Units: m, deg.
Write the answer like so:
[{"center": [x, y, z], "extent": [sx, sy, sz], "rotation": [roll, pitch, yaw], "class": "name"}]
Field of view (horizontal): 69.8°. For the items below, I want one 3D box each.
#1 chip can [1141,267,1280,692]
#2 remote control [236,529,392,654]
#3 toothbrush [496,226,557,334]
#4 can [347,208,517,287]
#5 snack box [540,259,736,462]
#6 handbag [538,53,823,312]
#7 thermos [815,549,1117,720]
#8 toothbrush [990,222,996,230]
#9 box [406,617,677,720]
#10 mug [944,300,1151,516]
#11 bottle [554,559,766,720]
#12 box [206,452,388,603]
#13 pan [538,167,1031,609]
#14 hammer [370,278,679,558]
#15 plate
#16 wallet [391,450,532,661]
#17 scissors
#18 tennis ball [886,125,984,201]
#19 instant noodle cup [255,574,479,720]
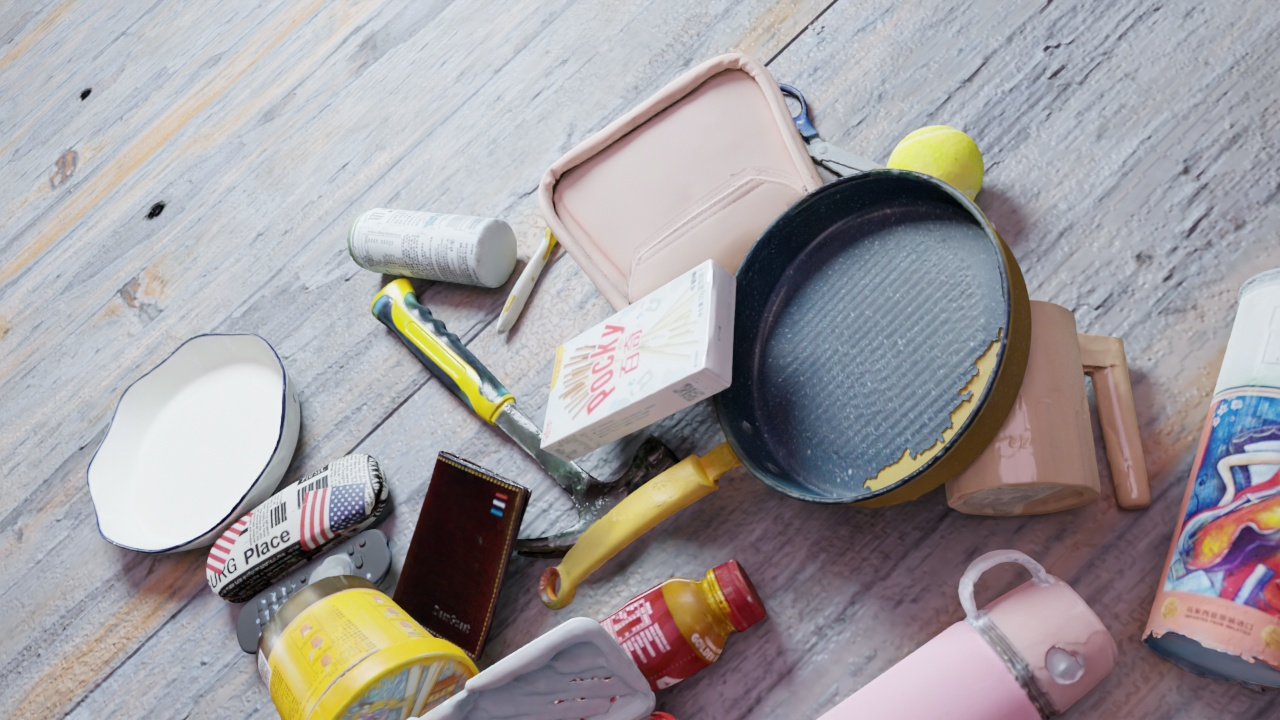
[{"center": [0.327, 0.059, 0.478], "extent": [0.071, 0.071, 0.214], "rotation": [17, 72, 30], "class": "chip can"}, {"center": [-0.242, 0.175, 0.689], "extent": [0.136, 0.024, 0.053], "rotation": [-31, 54, 4], "class": "remote control"}, {"center": [-0.080, -0.104, 0.778], "extent": [0.018, 0.016, 0.191], "rotation": [10, 67, 39], "class": "toothbrush"}, {"center": [-0.180, -0.099, 0.792], "extent": [0.147, 0.058, 0.058], "rotation": [9, 67, 28], "class": "can"}, {"center": [-0.004, 0.003, 0.599], "extent": [0.157, 0.027, 0.084], "rotation": [-27, 44, 40], "class": "snack box"}, {"center": [0.056, -0.080, 0.657], "extent": [0.193, 0.093, 0.234], "rotation": [-34, 71, 9], "class": "handbag"}, {"center": [0.147, 0.182, 0.484], "extent": [0.198, 0.067, 0.087], "rotation": [-37, 90, 3], "class": "thermos"}, {"center": [0.225, -0.009, 0.593], "extent": [0.018, 0.016, 0.191], "rotation": [6, 66, 15], "class": "toothbrush"}, {"center": [-0.069, 0.251, 0.525], "extent": [0.201, 0.058, 0.161], "rotation": [-33, 93, 5], "class": "box"}, {"center": [0.230, 0.032, 0.527], "extent": [0.124, 0.084, 0.103], "rotation": [6, 67, -13], "class": "mug"}, {"center": [-0.008, 0.181, 0.564], "extent": [0.175, 0.057, 0.057], "rotation": [-30, 55, 6], "class": "bottle"}, {"center": [-0.268, 0.132, 0.719], "extent": [0.164, 0.052, 0.068], "rotation": [-31, 66, 7], "class": "box"}, {"center": [0.066, 0.040, 0.553], "extent": [0.358, 0.078, 0.197], "rotation": [-50, 44, 23], "class": "pan"}, {"center": [-0.119, 0.031, 0.711], "extent": [0.126, 0.032, 0.323], "rotation": [-47, 56, -7], "class": "hammer"}, {"center": [-0.380, 0.072, 0.794], "extent": [0.205, 0.045, 0.204], "rotation": [-10, 61, 18], "class": "plate"}, {"center": [-0.126, 0.133, 0.640], "extent": [0.096, 0.020, 0.122], "rotation": [17, 90, 39], "class": "wallet"}, {"center": [0.128, -0.161, 0.720], "extent": [0.133, 0.012, 0.172], "rotation": [-23, 56, 9], "class": "scissors"}, {"center": [0.204, -0.129, 0.637], "extent": [0.065, 0.065, 0.065], "rotation": [-10, 60, 18], "class": "tennis ball"}, {"center": [-0.182, 0.208, 0.595], "extent": [0.114, 0.118, 0.118], "rotation": [29, 77, 40], "class": "instant noodle cup"}]
